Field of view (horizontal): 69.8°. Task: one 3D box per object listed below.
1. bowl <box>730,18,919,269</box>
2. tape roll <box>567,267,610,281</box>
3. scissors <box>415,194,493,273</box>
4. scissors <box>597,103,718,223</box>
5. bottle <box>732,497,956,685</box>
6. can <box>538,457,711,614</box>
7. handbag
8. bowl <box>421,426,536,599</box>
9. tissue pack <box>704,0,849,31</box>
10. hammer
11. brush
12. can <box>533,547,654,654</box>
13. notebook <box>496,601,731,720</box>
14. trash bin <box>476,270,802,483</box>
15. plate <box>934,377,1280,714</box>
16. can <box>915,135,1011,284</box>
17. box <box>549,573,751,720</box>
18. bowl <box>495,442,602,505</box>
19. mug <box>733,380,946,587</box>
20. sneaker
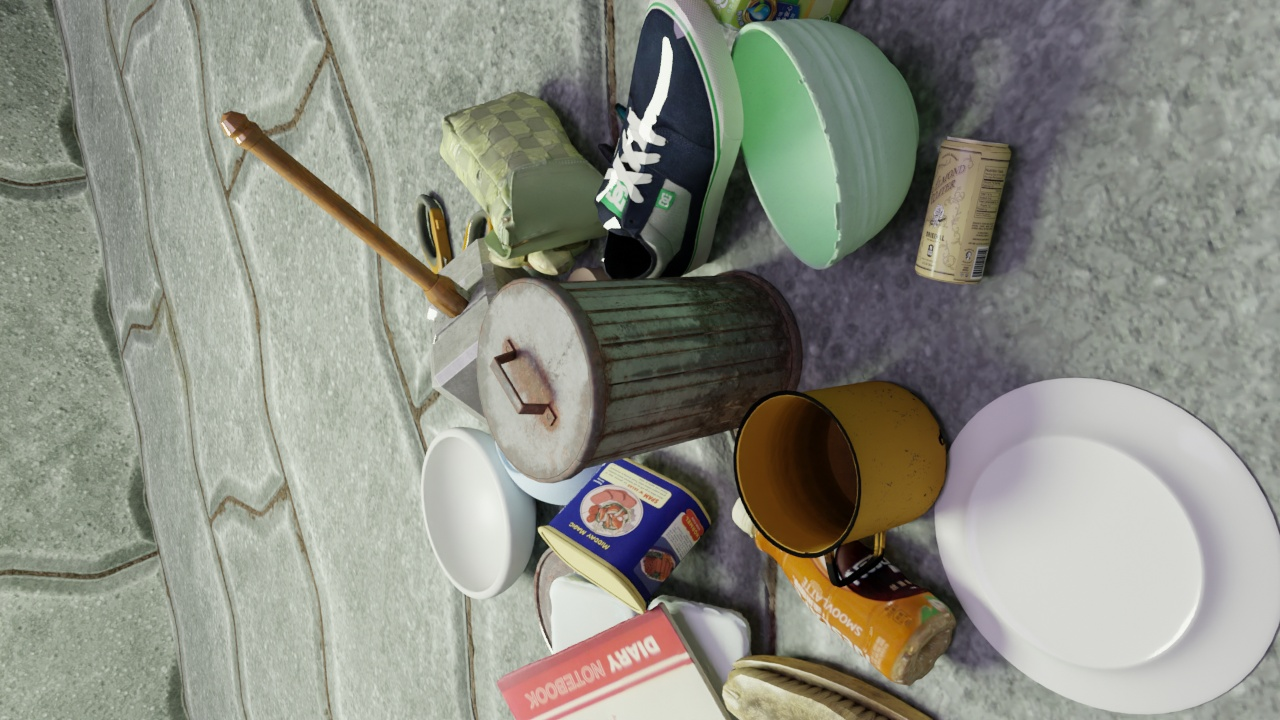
[{"bbox_3d":[0.116,-0.138,0.554,0.151,0.077,0.151,158,91,-84],"label":"bowl"},{"bbox_3d":[-0.038,-0.033,0.790,0.094,0.030,0.093,5,95,62],"label":"tape roll"},{"bbox_3d":[-0.208,-0.091,1.006,0.216,0.016,0.226,49,132,32],"label":"scissors"},{"bbox_3d":[0.012,-0.157,0.735,0.127,0.019,0.144,-10,91,49],"label":"scissors"},{"bbox_3d":[0.129,0.143,0.620,0.167,0.059,0.059,36,123,40],"label":"bottle"},{"bbox_3d":[-0.012,0.137,0.749,0.116,0.092,0.056,21,149,46],"label":"can"},{"bbox_3d":[-0.103,-0.150,0.813,0.186,0.113,0.117,55,146,32],"label":"handbag"},{"bbox_3d":[-0.157,0.152,0.950,0.177,0.066,0.177,11,105,48],"label":"bowl"},{"bbox_3d":[0.083,-0.316,0.558,0.141,0.120,0.198,50,124,30],"label":"tissue pack"},{"bbox_3d":[-0.206,-0.091,0.755,0.083,0.317,0.162,-38,37,14],"label":"hammer"},{"bbox_3d":[0.139,0.254,0.633,0.196,0.043,0.059,12,108,41],"label":"brush"},{"bbox_3d":[-0.044,0.228,0.848,0.130,0.044,0.130,11,105,48],"label":"can"},{"bbox_3d":[-0.019,0.302,0.761,0.209,0.012,0.153,-35,83,32],"label":"notebook"},{"bbox_3d":[-0.004,0.004,0.633,0.131,0.210,0.131,11,105,48],"label":"trash bin"},{"bbox_3d":[0.244,0.105,0.511,0.189,0.016,0.188,11,105,48],"label":"plate"},{"bbox_3d":[0.186,-0.087,0.529,0.038,0.038,0.079,25,115,45],"label":"can"},{"bbox_3d":[0.007,0.289,0.766,0.189,0.037,0.209,8,106,32],"label":"box"},{"bbox_3d":[-0.086,0.067,0.846,0.151,0.074,0.150,12,105,49],"label":"bowl"},{"bbox_3d":[0.130,0.076,0.579,0.101,0.094,0.123,-16,83,52],"label":"mug"},{"bbox_3d":[0.009,-0.134,0.625,0.084,0.079,0.236,48,154,28],"label":"sneaker"}]
